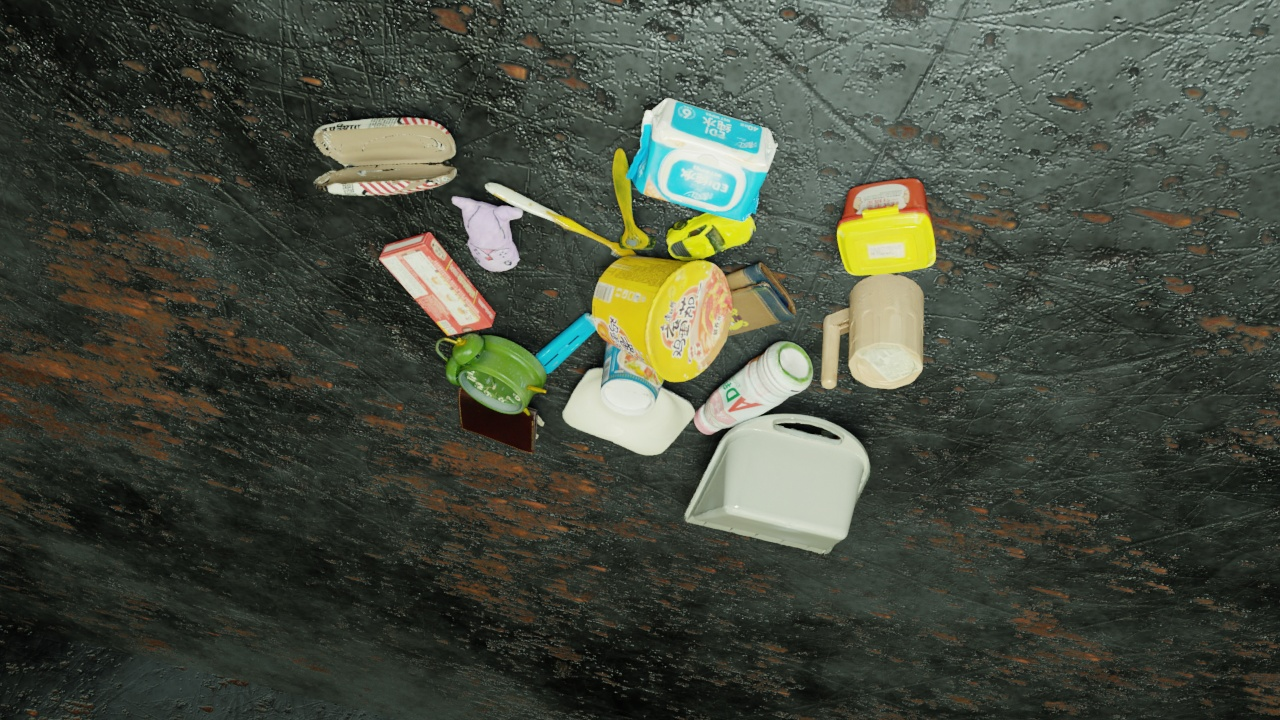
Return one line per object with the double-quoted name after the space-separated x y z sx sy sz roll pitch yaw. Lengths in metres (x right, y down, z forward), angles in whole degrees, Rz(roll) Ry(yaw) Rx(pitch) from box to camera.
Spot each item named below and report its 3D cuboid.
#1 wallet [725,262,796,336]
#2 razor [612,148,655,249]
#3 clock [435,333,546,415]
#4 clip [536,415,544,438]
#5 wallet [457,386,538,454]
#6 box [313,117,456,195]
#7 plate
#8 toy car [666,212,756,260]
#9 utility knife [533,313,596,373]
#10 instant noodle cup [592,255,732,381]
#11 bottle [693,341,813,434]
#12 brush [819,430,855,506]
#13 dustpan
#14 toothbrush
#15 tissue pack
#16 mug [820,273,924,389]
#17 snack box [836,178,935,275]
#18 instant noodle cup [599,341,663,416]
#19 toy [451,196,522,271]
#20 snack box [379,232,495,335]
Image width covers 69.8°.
0.115 -0.068 1.093 0.115 0.033 0.090 -14 135 35 "wallet"
-0.014 -0.173 1.008 0.043 0.028 0.133 6 139 15 "razor"
-0.206 0.014 1.252 0.161 0.056 0.116 30 149 -6 "clock"
-0.201 0.090 1.377 0.104 0.034 0.083 27 139 -9 "clip"
-0.209 0.088 1.344 0.122 0.020 0.097 19 137 10 "wallet"
-0.280 -0.228 0.996 0.163 0.076 0.088 0 114 17 "box"
-0.016 0.064 1.288 0.163 0.034 0.165 23 140 -11 "plate"
0.078 -0.138 1.018 0.105 0.032 0.048 -16 132 30 "toy car"
-0.089 -0.031 1.207 0.034 0.018 0.192 31 138 -20 "utility knife"
0.019 -0.056 1.043 0.110 0.137 0.138 22 153 42 "instant noodle cup"
0.139 0.045 1.195 0.068 0.068 0.198 29 142 -18 "bottle"
0.279 0.164 1.299 0.069 0.063 0.146 15 145 20 "brush"
0.195 0.168 1.261 0.222 0.142 0.258 14 166 -1 "dustpan"
-0.091 -0.158 1.057 0.191 0.016 0.018 24 149 -14 "toothbrush"
0.062 -0.198 0.924 0.140 0.063 0.090 16 141 -3 "tissue pack"
0.260 -0.026 1.042 0.125 0.103 0.084 -22 129 36 "mug"
0.249 -0.138 0.928 0.091 0.080 0.082 -5 139 22 "snack box"
-0.007 0.007 1.156 0.099 0.109 0.099 9 141 7 "instant noodle cup"
-0.173 -0.146 1.075 0.084 0.038 0.108 12 141 9 "toy"
-0.257 -0.094 1.174 0.075 0.025 0.153 -11 135 26 "snack box"
